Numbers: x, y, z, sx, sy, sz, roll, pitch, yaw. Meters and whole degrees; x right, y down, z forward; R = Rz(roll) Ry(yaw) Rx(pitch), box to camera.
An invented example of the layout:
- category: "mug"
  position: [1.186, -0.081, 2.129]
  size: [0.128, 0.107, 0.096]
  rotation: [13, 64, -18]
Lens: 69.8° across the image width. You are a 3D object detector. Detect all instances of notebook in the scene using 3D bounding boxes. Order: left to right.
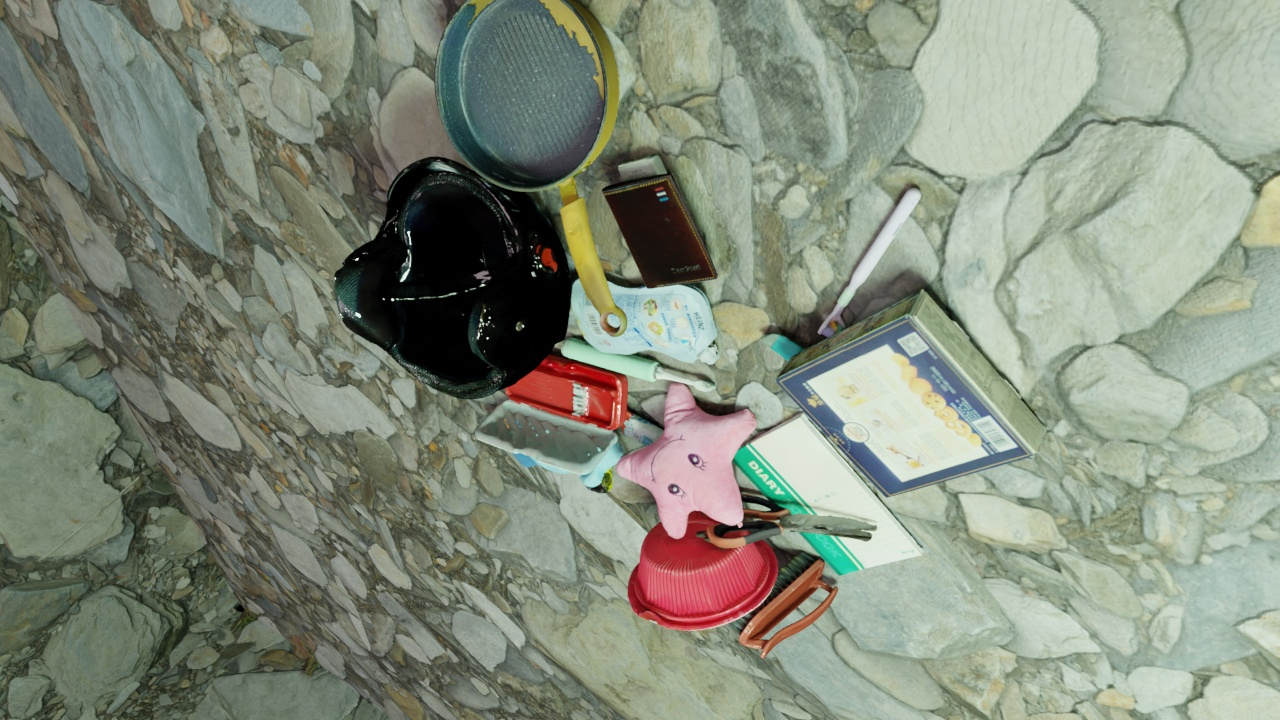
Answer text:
- category: "notebook"
  position: [0.213, 0.164, 1.080]
  size: [0.209, 0.012, 0.151]
  rotation: [48, 144, -3]

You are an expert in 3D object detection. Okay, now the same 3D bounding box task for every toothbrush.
- category: "toothbrush"
  position: [-0.007, 0.007, 1.129]
  size: [0.225, 0.027, 0.026]
  rotation: [16, 105, 34]
- category: "toothbrush"
  position: [0.210, -0.086, 0.845]
  size: [0.190, 0.029, 0.021]
  rotation: [111, 147, -49]

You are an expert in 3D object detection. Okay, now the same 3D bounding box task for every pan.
- category: "pan"
  position: [-0.085, -0.193, 0.902]
  size: [0.198, 0.078, 0.357]
  rotation: [-23, 97, 32]

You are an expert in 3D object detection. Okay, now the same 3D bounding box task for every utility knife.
- category: "utility knife"
  position: [0.204, 0.021, 0.955]
  size: [0.179, 0.013, 0.029]
  rotation: [35, 144, 9]

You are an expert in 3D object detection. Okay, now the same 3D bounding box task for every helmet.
- category: "helmet"
  position: [-0.192, -0.094, 1.052]
  size: [0.234, 0.229, 0.275]
  rotation: [12, 108, 27]

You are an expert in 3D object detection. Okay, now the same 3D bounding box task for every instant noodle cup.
- category: "instant noodle cup"
  position: [0.071, 0.247, 1.144]
  size: [0.194, 0.193, 0.066]
  rotation: [8, 124, 39]

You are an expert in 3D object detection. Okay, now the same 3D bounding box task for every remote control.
- category: "remote control"
  position: [0.021, -0.153, 0.957]
  size: [0.049, 0.024, 0.125]
  rotation: [-4, 120, 45]

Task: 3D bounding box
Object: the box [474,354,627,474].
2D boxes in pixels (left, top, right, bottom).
- category: "box"
  position: [-0.114, 0.067, 1.215]
  size: [0.201, 0.154, 0.073]
  rotation: [14, 168, 34]

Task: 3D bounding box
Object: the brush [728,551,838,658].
- category: "brush"
  position: [0.177, 0.306, 1.132]
  size: [0.069, 0.145, 0.063]
  rotation: [38, 145, 32]

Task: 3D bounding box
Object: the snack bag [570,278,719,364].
- category: "snack bag"
  position: [0.006, -0.046, 1.060]
  size: [0.191, 0.038, 0.110]
  rotation: [6, 123, 38]

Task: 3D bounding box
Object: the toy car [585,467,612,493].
- category: "toy car"
  position: [-0.065, 0.139, 1.303]
  size: [0.048, 0.032, 0.105]
  rotation: [1, 113, 41]

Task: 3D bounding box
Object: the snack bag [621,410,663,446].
- category: "snack bag"
  position: [0.012, 0.096, 1.194]
  size: [0.104, 0.026, 0.048]
  rotation: [27, 145, 22]

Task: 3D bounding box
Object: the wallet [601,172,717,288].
- category: "wallet"
  position: [0.020, -0.131, 0.943]
  size: [0.096, 0.020, 0.122]
  rotation: [-1, 126, 43]

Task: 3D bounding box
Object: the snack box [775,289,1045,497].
- category: "snack box"
  position: [0.253, 0.040, 0.882]
  size: [0.178, 0.045, 0.183]
  rotation: [46, 142, -11]

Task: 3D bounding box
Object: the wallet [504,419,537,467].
- category: "wallet"
  position: [-0.166, 0.110, 1.368]
  size: [0.106, 0.040, 0.133]
  rotation: [51, 142, -14]

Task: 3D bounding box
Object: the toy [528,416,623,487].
- category: "toy"
  position: [-0.099, 0.107, 1.258]
  size: [0.156, 0.049, 0.161]
  rotation: [-25, 63, 21]

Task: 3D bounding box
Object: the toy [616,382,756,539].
- category: "toy"
  position: [0.069, 0.126, 1.105]
  size: [0.178, 0.074, 0.195]
  rotation: [46, 116, 22]

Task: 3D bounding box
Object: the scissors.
- category: "scissors"
  position: [0.165, 0.199, 1.080]
  size: [0.207, 0.191, 0.015]
  rotation: [43, 157, 61]
